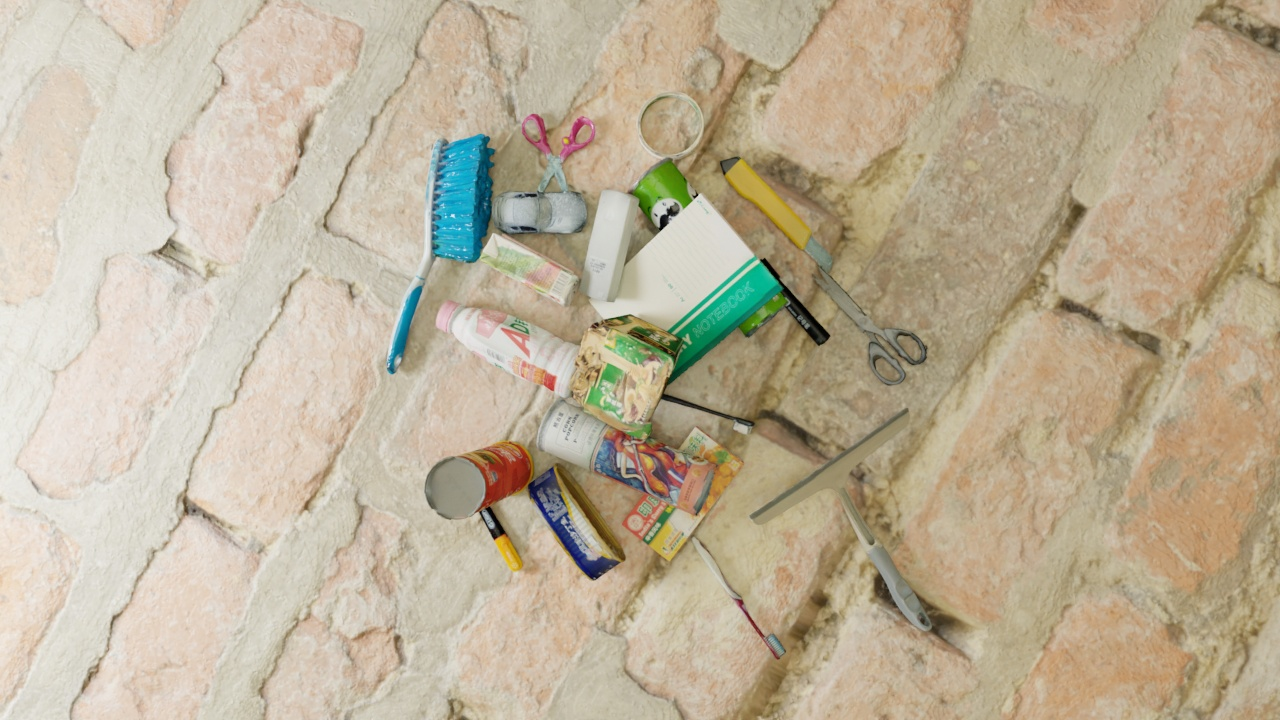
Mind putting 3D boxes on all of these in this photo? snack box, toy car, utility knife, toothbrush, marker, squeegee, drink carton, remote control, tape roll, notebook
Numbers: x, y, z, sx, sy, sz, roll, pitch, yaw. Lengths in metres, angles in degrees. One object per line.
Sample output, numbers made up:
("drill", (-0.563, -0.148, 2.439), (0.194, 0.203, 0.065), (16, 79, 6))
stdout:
("snack box", (-0.007, 0.006, 1.106), (0.117, 0.105, 0.118), (27, 118, 12))
("toy car", (-0.128, -0.188, 1.163), (0.120, 0.036, 0.054), (0, 97, 2))
("utility knife", (0.172, -0.184, 1.154), (0.033, 0.015, 0.197), (-44, 89, 10))
("toothbrush", (0.056, 0.057, 1.161), (0.181, 0.015, 0.018), (19, 100, 4))
("snack box", (0.053, 0.167, 1.153), (0.077, 0.027, 0.156), (37, 92, 5))
("marker", (-0.187, 0.216, 1.177), (0.018, 0.015, 0.124), (-30, 86, -1))
("toothbrush", (0.123, 0.296, 1.154), (0.017, 0.016, 0.187), (-36, 87, -5))
("squeegee", (0.288, 0.225, 1.131), (0.246, 0.039, 0.246), (-32, 93, -14))
("drink carton", (-0.137, -0.115, 1.157), (0.122, 0.053, 0.045), (28, 90, 4))
("remote control", (-0.039, -0.142, 1.132), (0.056, 0.019, 0.135), (22, 102, 43))
("tape roll", (0.038, -0.298, 1.165), (0.086, 0.014, 0.086), (0, 90, 4))
("marker", (0.189, -0.074, 1.150), (0.022, 0.020, 0.132), (-38, 85, -26))
("notebook", (0.051, -0.080, 1.119), (0.210, 0.012, 0.150), (-41, 88, 29))

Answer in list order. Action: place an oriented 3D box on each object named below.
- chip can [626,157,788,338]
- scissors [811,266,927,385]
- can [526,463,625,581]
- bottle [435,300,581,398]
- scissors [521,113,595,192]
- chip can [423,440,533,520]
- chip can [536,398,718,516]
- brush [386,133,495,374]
("chip can", (0.084, -0.139, 1.133), (0.072, 0.072, 0.236), (-39, 87, 3))
("scissors", (0.274, -0.040, 1.143), (0.173, 0.014, 0.141), (12, 92, 2))
("can", (-0.080, 0.201, 1.140), (0.049, 0.074, 0.148), (-36, 87, 6))
("bottle", (-0.162, -0.020, 1.155), (0.197, 0.068, 0.068), (24, 91, 8))
("scissors", (-0.115, -0.261, 1.177), (0.124, 0.017, 0.133), (31, 95, 1))
("chip can", (-0.185, 0.136, 1.077), (0.073, 0.216, 0.073), (0, 89, 8))
("chip can", (-0.016, 0.118, 1.119), (0.215, 0.071, 0.071), (22, 91, 14))
("brush", (-0.257, -0.132, 1.170), (0.109, 0.060, 0.314), (7, 92, 10))
